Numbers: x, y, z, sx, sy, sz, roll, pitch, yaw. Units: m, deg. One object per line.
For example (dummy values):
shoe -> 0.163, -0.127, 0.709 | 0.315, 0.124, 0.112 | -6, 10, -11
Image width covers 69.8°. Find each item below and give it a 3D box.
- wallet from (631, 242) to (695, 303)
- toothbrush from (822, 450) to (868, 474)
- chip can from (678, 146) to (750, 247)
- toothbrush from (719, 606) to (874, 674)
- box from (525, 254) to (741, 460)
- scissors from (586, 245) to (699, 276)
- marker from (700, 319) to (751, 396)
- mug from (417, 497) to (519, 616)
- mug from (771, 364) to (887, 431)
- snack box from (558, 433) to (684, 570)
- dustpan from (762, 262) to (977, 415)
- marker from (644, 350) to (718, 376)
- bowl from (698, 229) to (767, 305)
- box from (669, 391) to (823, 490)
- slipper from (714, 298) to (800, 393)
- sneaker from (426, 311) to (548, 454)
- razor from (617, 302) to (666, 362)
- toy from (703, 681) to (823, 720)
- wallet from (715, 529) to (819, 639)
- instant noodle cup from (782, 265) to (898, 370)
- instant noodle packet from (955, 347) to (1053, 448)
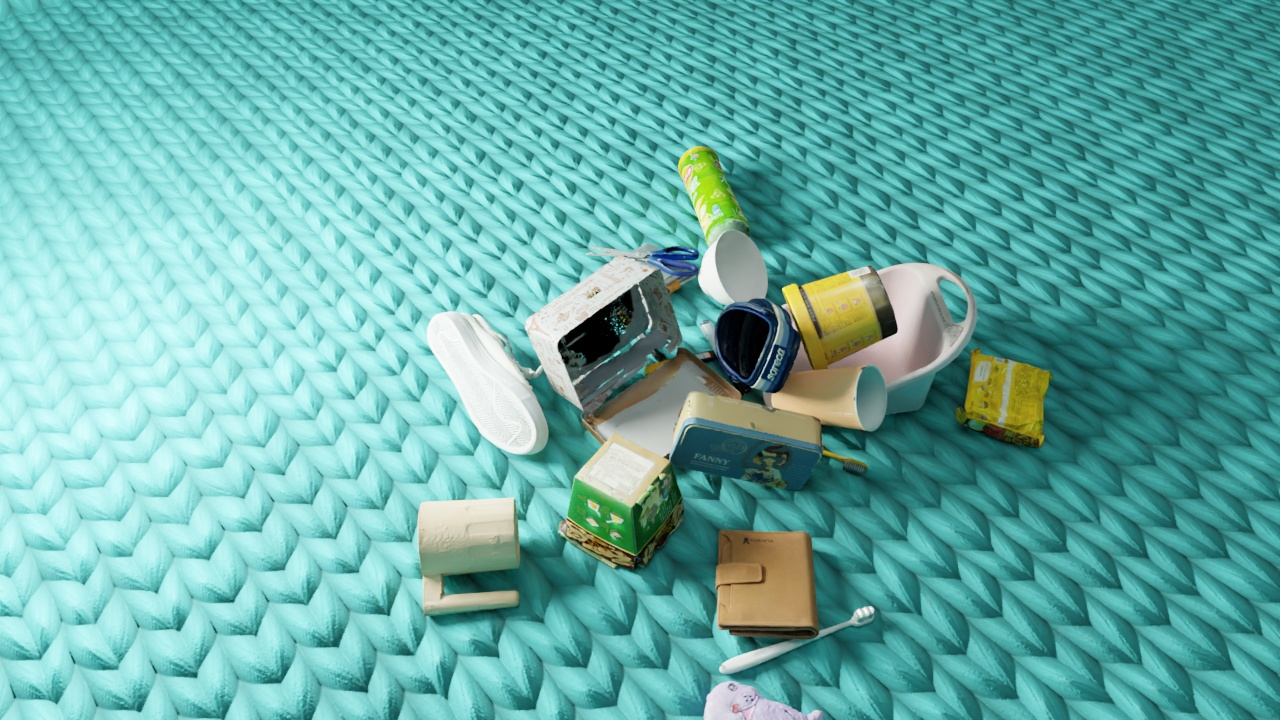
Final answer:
wallet -> 0.009, -0.126, 1.372 | 0.106, 0.037, 0.129 | 28, 40, 26
toothbrush -> 0.189, 0.107, 1.147 | 0.191, 0.016, 0.018 | 17, 56, 17
chip can -> 0.118, -0.259, 1.481 | 0.072, 0.073, 0.221 | -8, 45, -7
toothbrush -> 0.165, 0.292, 0.958 | 0.180, 0.016, 0.016 | -16, 40, -13
box -> -0.010, -0.005, 1.151 | 0.180, 0.157, 0.227 | -34, 54, -20
scissors -> 0.009, -0.160, 1.378 | 0.171, 0.012, 0.140 | 27, 40, 26
marker -> 0.115, -0.005, 1.251 | 0.022, 0.018, 0.130 | 3, 46, -35
mug -> -0.187, 0.214, 1.012 | 0.103, 0.084, 0.124 | -4, 69, -5
mug -> 0.225, 0.044, 1.110 | 0.123, 0.078, 0.078 | 0, 37, 42
snack box -> -0.020, 0.152, 1.042 | 0.117, 0.106, 0.118 | 24, 49, 25
dustpan -> 0.285, -0.037, 1.203 | 0.273, 0.139, 0.222 | -4, 45, -3
marker -> 0.064, 0.002, 1.259 | 0.123, 0.015, 0.018 | -14, 48, -16
bowl -> 0.125, -0.125, 1.340 | 0.065, 0.118, 0.118 | -17, 28, 44
box -> 0.118, 0.095, 1.086 | 0.184, 0.090, 0.059 | 10, 45, -7
slipper -> 0.136, -0.021, 1.149 | 0.095, 0.105, 0.252 | 23, 12, -5
sneaker -> -0.182, 0.027, 1.199 | 0.090, 0.090, 0.242 | -5, 47, -49
razor -> -0.004, -0.042, 1.301 | 0.042, 0.022, 0.142 | 19, 27, -49
toy -> 0.111, 0.352, 0.882 | 0.108, 0.039, 0.083 | 22, 55, 20
wallet -> 0.136, 0.240, 0.996 | 0.108, 0.031, 0.131 | 1, 37, 6
instant noodle cup -> 0.252, -0.057, 1.155 | 0.114, 0.118, 0.118 | -22, 45, 8
instant noodle packet -> 0.469, 0.046, 1.181 | 0.111, 0.044, 0.128 | 19, 51, 11
